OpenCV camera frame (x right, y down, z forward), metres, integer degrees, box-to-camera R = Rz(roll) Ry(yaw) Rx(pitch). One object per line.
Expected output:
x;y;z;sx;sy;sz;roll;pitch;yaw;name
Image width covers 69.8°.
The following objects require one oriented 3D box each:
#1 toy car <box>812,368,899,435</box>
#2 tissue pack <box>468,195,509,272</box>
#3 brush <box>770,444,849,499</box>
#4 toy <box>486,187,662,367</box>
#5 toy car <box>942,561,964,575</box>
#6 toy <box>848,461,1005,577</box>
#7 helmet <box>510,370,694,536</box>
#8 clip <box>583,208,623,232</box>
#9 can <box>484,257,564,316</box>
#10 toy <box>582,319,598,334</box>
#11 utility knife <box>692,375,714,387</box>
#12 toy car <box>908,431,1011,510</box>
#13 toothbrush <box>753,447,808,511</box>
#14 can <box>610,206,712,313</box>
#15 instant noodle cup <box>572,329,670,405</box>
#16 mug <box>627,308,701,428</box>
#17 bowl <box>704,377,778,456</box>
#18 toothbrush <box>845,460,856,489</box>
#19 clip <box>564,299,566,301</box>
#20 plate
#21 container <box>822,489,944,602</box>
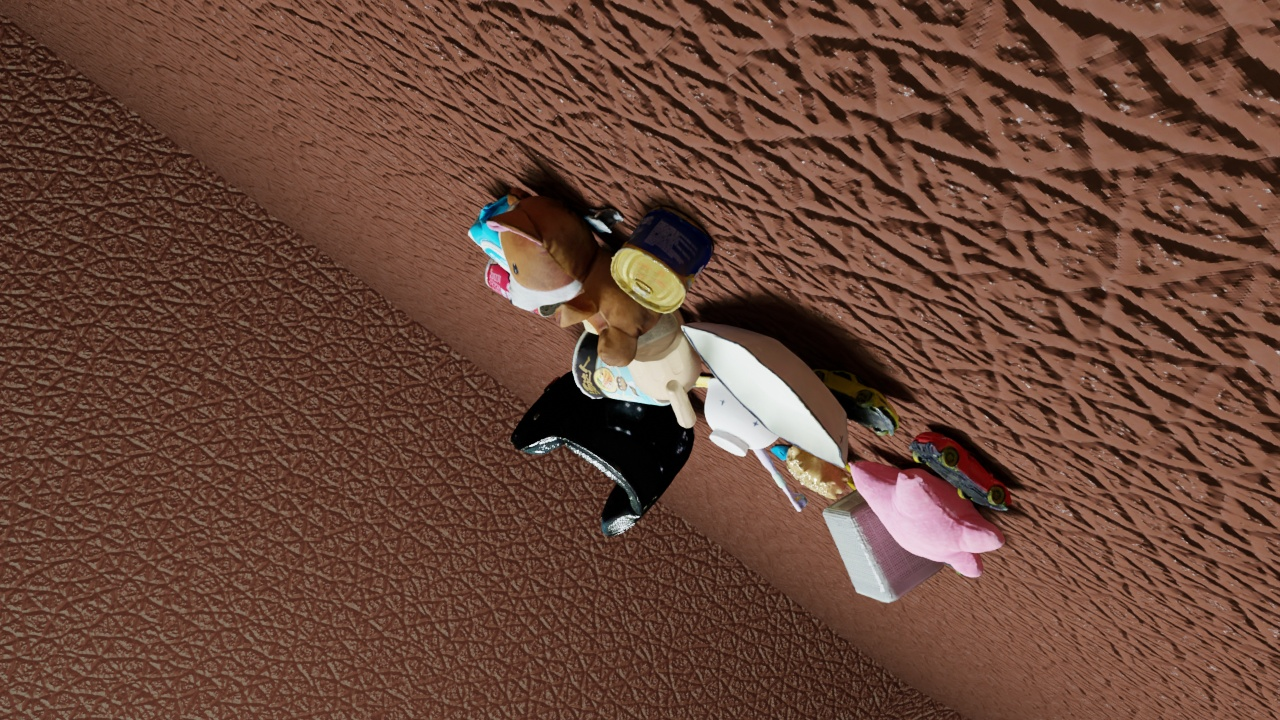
0.197;0.034;0.840;0.105;0.032;0.048;29;161;54;toy car
-0.129;-0.128;1.049;0.140;0.063;0.090;39;168;-18;tissue pack
0.205;0.130;1.184;0.083;0.046;0.254;40;178;-2;brush
-0.072;-0.088;0.933;0.199;0.130;0.140;46;-168;-18;toy
0.380;0.237;1.145;0.090;0.035;0.042;43;168;-35;toy car
0.294;0.157;0.972;0.178;0.074;0.195;33;166;25;toy
-0.047;0.113;1.395;0.233;0.230;0.275;50;174;-23;helmet
-0.035;-0.134;0.875;0.025;0.033;0.057;41;174;-20;clip
-0.147;-0.104;1.194;0.094;0.066;0.066;31;168;23;can
-0.047;-0.064;1.106;0.105;0.066;0.157;14;177;-9;toy
0.069;0.027;1.254;0.031;0.021;0.207;38;173;-17;utility knife
0.296;0.102;0.839;0.106;0.031;0.049;39;169;-13;toy car
0.163;0.122;1.226;0.021;0.029;0.189;-32;98;34;toothbrush
0.018;-0.088;0.823;0.074;0.049;0.148;36;169;-1;can
-0.007;0.007;1.175;0.121;0.111;0.111;14;158;42;instant noodle cup
0.027;0.005;1.036;0.103;0.084;0.124;62;-173;-63;mug
0.122;0.079;1.141;0.118;0.064;0.118;29;166;8;bowl
0.232;0.111;1.104;0.016;0.016;0.190;26;165;45;toothbrush
-0.118;-0.100;1.263;0.040;0.014;0.056;30;169;24;clip
0.124;0.020;0.898;0.162;0.034;0.266;49;174;-13;plate
0.290;0.215;1.113;0.114;0.090;0.090;63;165;-4;container
